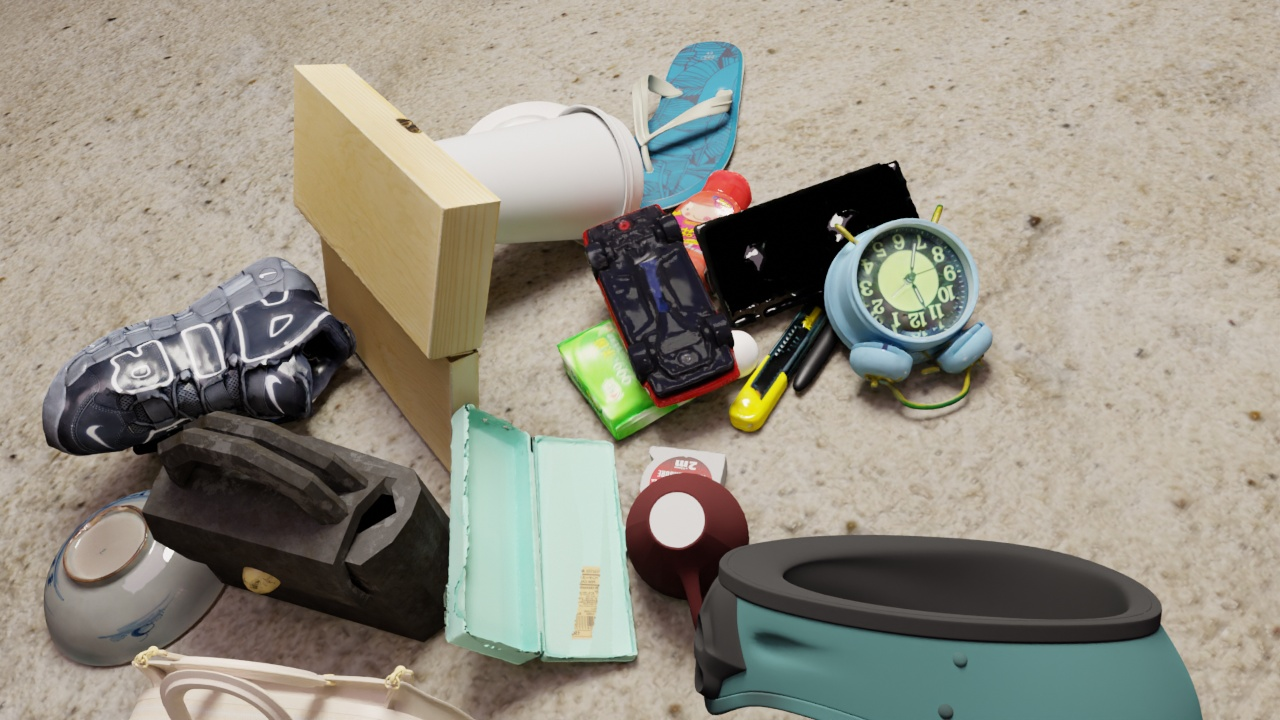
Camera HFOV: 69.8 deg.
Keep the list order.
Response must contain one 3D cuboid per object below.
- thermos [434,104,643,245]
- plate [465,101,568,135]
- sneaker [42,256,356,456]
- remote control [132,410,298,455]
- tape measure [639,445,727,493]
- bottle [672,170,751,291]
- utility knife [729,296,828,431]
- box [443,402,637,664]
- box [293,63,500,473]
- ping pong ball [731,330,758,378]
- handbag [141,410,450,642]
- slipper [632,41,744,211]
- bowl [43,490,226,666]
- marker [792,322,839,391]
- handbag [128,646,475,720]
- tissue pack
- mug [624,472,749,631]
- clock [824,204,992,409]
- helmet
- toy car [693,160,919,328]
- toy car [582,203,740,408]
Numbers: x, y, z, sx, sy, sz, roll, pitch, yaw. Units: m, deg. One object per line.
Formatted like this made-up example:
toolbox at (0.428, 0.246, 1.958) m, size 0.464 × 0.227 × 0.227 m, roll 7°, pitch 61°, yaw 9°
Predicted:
thermos at (-0.116, -0.156, 0.818) m, size 0.221 × 0.132 × 0.131 m, roll -16°, pitch 44°, yaw -37°
plate at (-0.131, -0.241, 1.013) m, size 0.157 × 0.014 × 0.156 m, roll -6°, pitch 50°, yaw 7°
sneaker at (-0.343, 0.020, 0.763) m, size 0.151 × 0.097 × 0.251 m, roll 27°, pitch 48°, yaw 26°
remote control at (-0.372, 0.052, 0.812) m, size 0.140 × 0.021 × 0.045 m, roll -13°, pitch 46°, yaw -5°
tape measure at (0.031, 0.096, 0.693) m, size 0.060 × 0.020 × 0.062 m, roll 4°, pitch 52°, yaw 15°
bottle at (0.060, -0.120, 0.850) m, size 0.071 × 0.048 × 0.133 m, roll 14°, pitch 54°, yaw 25°
utility knife at (0.124, -0.009, 0.764) m, size 0.029 × 0.020 × 0.172 m, roll 22°, pitch 57°, yaw 25°
box at (-0.073, 0.124, 0.658) m, size 0.138 × 0.052 × 0.186 m, roll 21°, pitch 41°, yaw -28°
box at (-0.200, -0.073, 0.736) m, size 0.068 × 0.254 × 0.247 m, roll -23°, pitch 48°, yaw -29°
ping pong ball at (0.077, -0.005, 0.755) m, size 0.040 × 0.040 × 0.040 m, roll -6°, pitch 50°, yaw 7°
handbag at (-0.235, 0.107, 0.620) m, size 0.197 × 0.200 × 0.102 m, roll 9°, pitch 53°, yaw 19°
slipper at (0.048, -0.266, 0.969) m, size 0.118 × 0.060 × 0.294 m, roll 9°, pitch 53°, yaw 14°
bowl at (-0.397, 0.153, 0.708) m, size 0.151 × 0.057 × 0.150 m, roll -6°, pitch 50°, yaw 7°
marker at (0.161, -0.024, 0.768) m, size 0.015 × 0.018 × 0.133 m, roll 30°, pitch 61°, yaw 15°
handbag at (-0.205, 0.213, 0.525) m, size 0.195 × 0.198 × 0.101 m, roll 0°, pitch 51°, yaw 11°
tissue pack at (-0.005, 0.004, 0.770) m, size 0.099 × 0.034 × 0.114 m, roll -29°, pitch 49°, yaw -11°
mug at (0.031, 0.126, 0.612) m, size 0.087 × 0.088 × 0.114 m, roll -12°, pitch 71°, yaw 4°
clock at (0.213, -0.039, 0.726) m, size 0.118 × 0.060 × 0.162 m, roll -14°, pitch 80°, yaw -5°
helmet at (0.135, 0.205, 0.465) m, size 0.275 × 0.200 × 0.176 m, roll 3°, pitch 5°, yaw -3°
toy car at (0.141, -0.095, 0.792) m, size 0.191 × 0.071 × 0.094 m, roll -21°, pitch 87°, yaw -11°
toy car at (0.014, -0.049, 0.750) m, size 0.081 × 0.056 × 0.189 m, roll -22°, pitch 58°, yaw -2°
